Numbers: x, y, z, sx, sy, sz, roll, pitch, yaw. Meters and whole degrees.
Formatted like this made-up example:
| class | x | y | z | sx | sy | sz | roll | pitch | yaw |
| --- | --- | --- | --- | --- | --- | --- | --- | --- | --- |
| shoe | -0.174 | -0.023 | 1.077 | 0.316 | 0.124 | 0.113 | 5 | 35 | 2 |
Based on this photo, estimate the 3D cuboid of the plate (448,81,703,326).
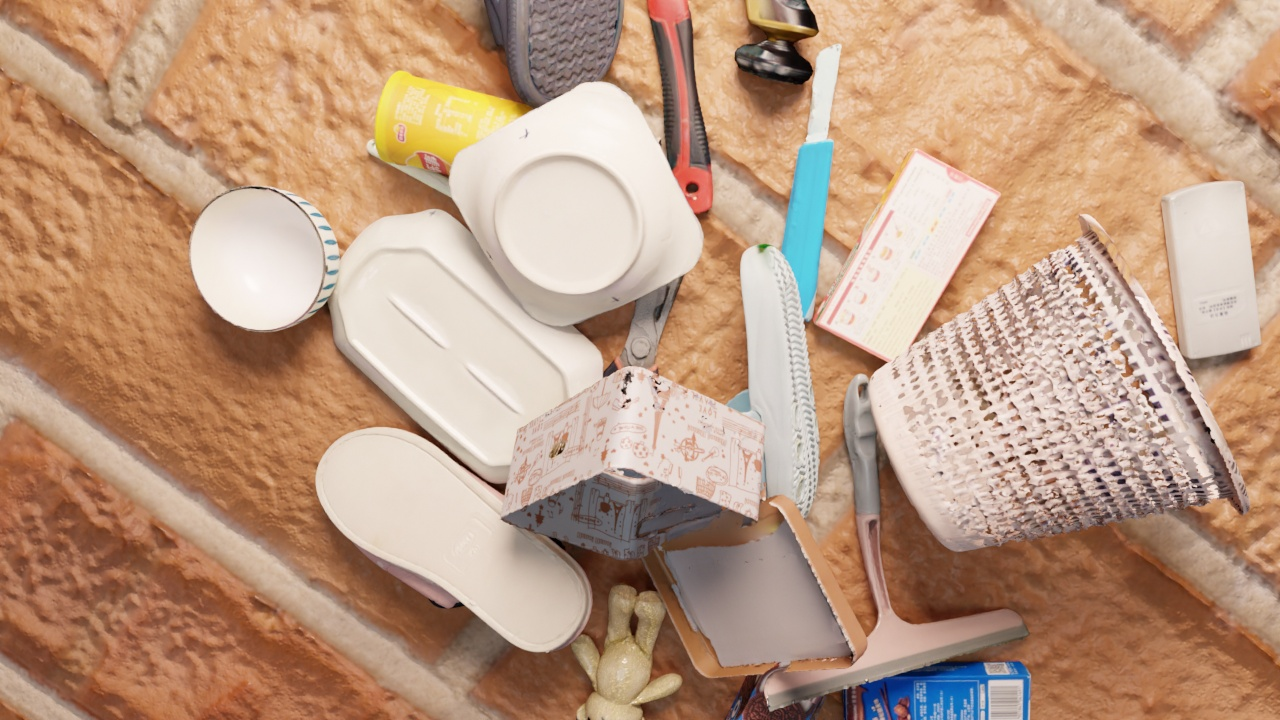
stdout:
| class | x | y | z | sx | sy | sz | roll | pitch | yaw |
| --- | --- | --- | --- | --- | --- | --- | --- | --- | --- |
| plate | -0.050 | -0.105 | 0.684 | 0.164 | 0.034 | 0.163 | -24 | 112 | 19 |

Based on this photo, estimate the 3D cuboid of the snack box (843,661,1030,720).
| class | x | y | z | sx | sy | sz | roll | pitch | yaw |
| --- | --- | --- | --- | --- | --- | --- | --- | --- | --- |
| snack box | 0.259 | 0.310 | 0.809 | 0.157 | 0.026 | 0.084 | -3 | 101 | 6 |

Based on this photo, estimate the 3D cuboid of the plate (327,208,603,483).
| class | x | y | z | sx | sy | sz | roll | pitch | yaw |
| --- | --- | --- | --- | --- | --- | --- | --- | --- | --- |
| plate | -0.151 | -0.006 | 0.768 | 0.265 | 0.034 | 0.162 | 43 | 104 | -1 |

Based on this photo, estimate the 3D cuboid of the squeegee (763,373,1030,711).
| class | x | y | z | sx | sy | sz | roll | pitch | yaw |
| --- | --- | --- | --- | --- | --- | --- | --- | --- | --- |
| squeegee | 0.195 | 0.134 | 0.767 | 0.247 | 0.040 | 0.249 | -9 | 92 | -15 |

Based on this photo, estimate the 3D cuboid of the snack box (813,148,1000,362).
| class | x | y | z | sx | sy | sz | roll | pitch | yaw |
| --- | --- | --- | --- | --- | --- | --- | --- | --- | --- |
| snack box | 0.210 | -0.080 | 0.731 | 0.077 | 0.027 | 0.156 | 28 | 103 | -1 |

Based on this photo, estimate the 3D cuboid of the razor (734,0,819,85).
| class | x | y | z | sx | sy | sz | roll | pitch | yaw |
| --- | --- | --- | --- | --- | --- | --- | --- | --- | --- |
| razor | 0.093 | -0.290 | 0.689 | 0.068 | 0.062 | 0.167 | -5 | 97 | 38 |

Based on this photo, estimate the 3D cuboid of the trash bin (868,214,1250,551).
| class | x | y | z | sx | sy | sz | roll | pitch | yaw |
| --- | --- | --- | --- | --- | --- | --- | --- | --- | --- |
| trash bin | 0.285 | 0.038 | 0.668 | 0.192 | 0.227 | 0.227 | -28 | 98 | 23 |

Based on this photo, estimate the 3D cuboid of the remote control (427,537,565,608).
| class | x | y | z | sx | sy | sz | roll | pitch | yaw |
| --- | --- | --- | --- | --- | --- | --- | --- | --- | --- |
| remote control | -0.130 | 0.182 | 0.819 | 0.136 | 0.024 | 0.053 | -21 | 93 | 9 |

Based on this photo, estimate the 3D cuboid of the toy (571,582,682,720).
| class | x | y | z | sx | sy | sz | roll | pitch | yaw |
| --- | --- | --- | --- | --- | --- | --- | --- | --- | --- |
| toy | -0.014 | 0.266 | 0.804 | 0.105 | 0.066 | 0.157 | 14 | 109 | 8 |

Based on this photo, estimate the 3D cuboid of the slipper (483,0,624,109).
| class | x | y | z | sx | sy | sz | roll | pitch | yaw |
| --- | --- | --- | --- | --- | --- | --- | --- | --- | --- |
| slipper | -0.074 | -0.322 | 0.680 | 0.083 | 0.110 | 0.268 | 13 | 107 | 42 |

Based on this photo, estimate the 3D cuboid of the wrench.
| class | x | y | z | sx | sy | sz | roll | pitch | yaw |
| --- | --- | --- | --- | --- | --- | --- | --- | --- | --- |
| wrench | 0.021 | -0.251 | 0.718 | 0.056 | 0.016 | 0.273 | -11 | 100 | 11 |

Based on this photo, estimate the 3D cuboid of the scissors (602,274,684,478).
| class | x | y | z | sx | sy | sz | roll | pitch | yaw |
| --- | --- | --- | --- | --- | --- | --- | --- | --- | --- |
| scissors | 0.008 | 0.008 | 0.775 | 0.206 | 0.015 | 0.196 | -32 | 96 | 11 |

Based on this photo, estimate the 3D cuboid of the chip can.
| class | x | y | z | sx | sy | sz | roll | pitch | yaw |
| --- | --- | --- | --- | --- | --- | --- | --- | --- | --- |
| chip can | -0.094 | -0.167 | 0.718 | 0.213 | 0.072 | 0.072 | 14 | 103 | 2 |

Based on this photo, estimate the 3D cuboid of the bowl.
| class | x | y | z | sx | sy | sz | roll | pitch | yaw |
| --- | --- | --- | --- | --- | --- | --- | --- | --- | --- |
| bowl | -0.300 | -0.085 | 0.756 | 0.116 | 0.066 | 0.116 | 1 | 100 | 8 |

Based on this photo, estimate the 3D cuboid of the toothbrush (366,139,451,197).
| class | x | y | z | sx | sy | sz | roll | pitch | yaw |
| --- | --- | --- | --- | --- | --- | --- | --- | --- | --- |
| toothbrush | -0.142 | -0.132 | 0.757 | 0.189 | 0.020 | 0.029 | 29 | 72 | 0 |

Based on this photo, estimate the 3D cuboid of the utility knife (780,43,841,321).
| class | x | y | z | sx | sy | sz | roll | pitch | yaw |
| --- | --- | --- | --- | --- | --- | --- | --- | --- | --- |
| utility knife | 0.136 | -0.139 | 0.729 | 0.034 | 0.018 | 0.216 | 8 | 104 | 5 |

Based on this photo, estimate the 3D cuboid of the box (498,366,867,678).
| class | x | y | z | sx | sy | sz | roll | pitch | yaw |
| --- | --- | --- | --- | --- | --- | --- | --- | --- | --- |
| box | 0.033 | 0.127 | 0.694 | 0.274 | 0.124 | 0.179 | 45 | 141 | -13 |

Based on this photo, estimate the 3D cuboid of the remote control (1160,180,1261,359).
| class | x | y | z | sx | sy | sz | roll | pitch | yaw |
| --- | --- | --- | --- | --- | --- | --- | --- | --- | --- |
| remote control | 0.444 | -0.070 | 0.715 | 0.056 | 0.019 | 0.135 | -13 | 100 | 8 |

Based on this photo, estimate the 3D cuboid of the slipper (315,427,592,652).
| class | x | y | z | sx | sy | sz | roll | pitch | yaw |
| --- | --- | --- | --- | --- | --- | --- | --- | --- | --- |
| slipper | -0.159 | 0.150 | 0.785 | 0.274 | 0.054 | 0.114 | 30 | 84 | 14 |

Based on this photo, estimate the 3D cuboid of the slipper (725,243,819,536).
| class | x | y | z | sx | sy | sz | roll | pitch | yaw |
| --- | --- | --- | --- | --- | --- | --- | --- | --- | --- |
| slipper | 0.095 | 0.031 | 0.726 | 0.074 | 0.103 | 0.245 | -3 | 105 | 19 |

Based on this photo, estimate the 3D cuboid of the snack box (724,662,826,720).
| class | x | y | z | sx | sy | sz | roll | pitch | yaw |
| --- | --- | --- | --- | --- | --- | --- | --- | --- | --- |
| snack box | 0.112 | 0.315 | 0.808 | 0.058 | 0.057 | 0.208 | 23 | 103 | 3 |
